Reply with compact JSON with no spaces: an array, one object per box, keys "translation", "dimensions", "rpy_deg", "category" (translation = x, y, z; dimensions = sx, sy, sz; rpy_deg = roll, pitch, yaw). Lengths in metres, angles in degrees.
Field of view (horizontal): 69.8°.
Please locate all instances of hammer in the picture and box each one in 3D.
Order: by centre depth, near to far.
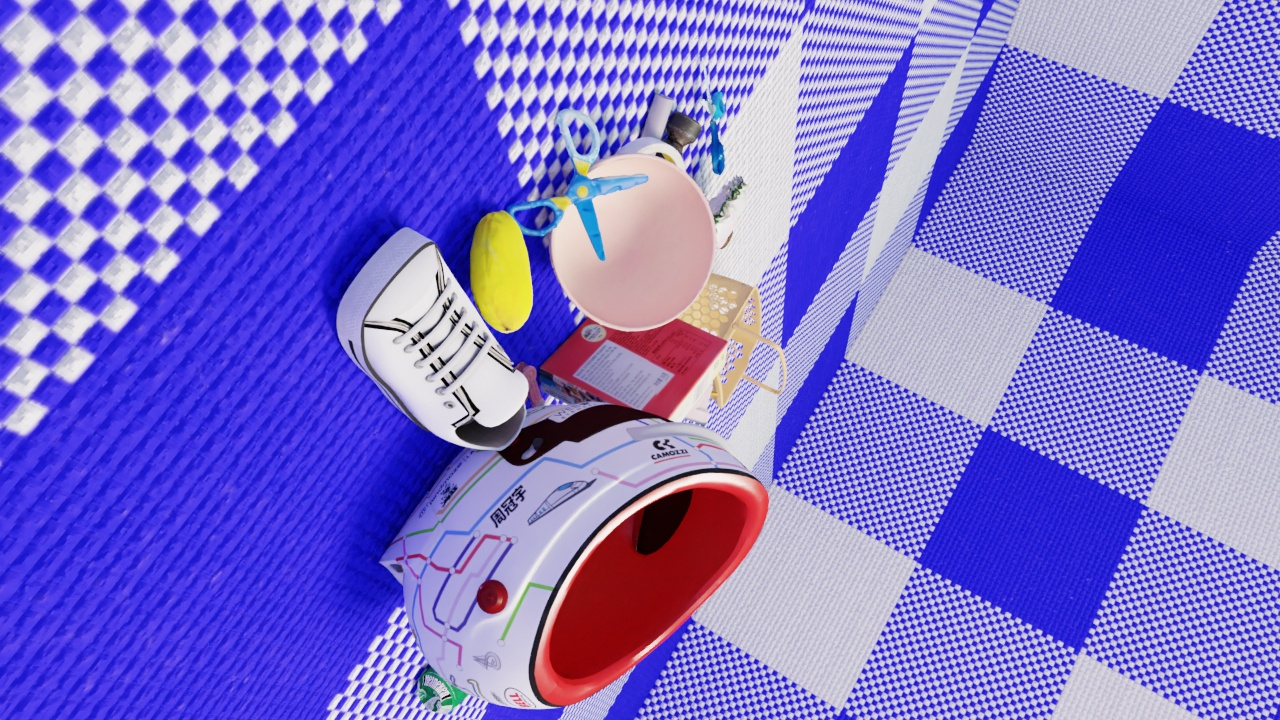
[{"translation":[0.059,-0.173,1.057],"dimensions":[0.120,0.033,0.330],"rpy_deg":[-59,163,3],"category":"hammer"}]

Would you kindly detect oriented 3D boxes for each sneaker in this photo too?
[{"translation":[-0.134,0.005,0.667],"dimensions":[0.091,0.097,0.246],"rpy_deg":[-55,161,-23],"category":"sneaker"}]

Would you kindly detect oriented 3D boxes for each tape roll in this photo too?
[{"translation":[0.002,-0.163,0.869],"dimensions":[0.093,0.019,0.094],"rpy_deg":[-26,136,-29],"category":"tape roll"}]

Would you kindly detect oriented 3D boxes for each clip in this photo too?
[{"translation":[-0.113,0.025,0.890],"dimensions":[0.023,0.045,0.060],"rpy_deg":[-52,127,-36],"category":"clip"}]

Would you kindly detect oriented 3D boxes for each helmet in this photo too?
[{"translation":[-0.070,0.153,0.826],"dimensions":[0.314,0.236,0.231],"rpy_deg":[-40,135,-14],"category":"helmet"}]

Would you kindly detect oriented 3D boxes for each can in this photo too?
[{"translation":[-0.209,0.359,1.054],"dimensions":[0.100,0.053,0.053],"rpy_deg":[-33,146,-57],"category":"can"}]

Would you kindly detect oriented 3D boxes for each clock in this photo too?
[{"translation":[0.031,0.036,1.150],"dimensions":[0.158,0.117,0.058],"rpy_deg":[27,80,-72],"category":"clock"}]

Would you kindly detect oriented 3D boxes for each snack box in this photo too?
[{"translation":[-0.006,0.006,0.946],"dimensions":[0.142,0.145,0.040],"rpy_deg":[-49,156,-36],"category":"snack box"}]

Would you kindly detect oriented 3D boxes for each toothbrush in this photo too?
[{"translation":[-0.007,-0.165,0.894],"dimensions":[0.018,0.019,0.188],"rpy_deg":[-39,152,-64],"category":"toothbrush"}]

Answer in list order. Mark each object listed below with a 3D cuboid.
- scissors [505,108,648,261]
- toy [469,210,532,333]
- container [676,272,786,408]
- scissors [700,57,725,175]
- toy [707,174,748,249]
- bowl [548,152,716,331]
[{"translation":[-0.051,-0.140,0.740],"dimensions":[0.125,0.014,0.130],"rpy_deg":[-14,111,-22],"category":"scissors"},{"translation":[-0.105,-0.067,0.698],"dimensions":[0.095,0.041,0.094],"rpy_deg":[59,26,-81],"category":"toy"},{"translation":[0.122,-0.021,1.224],"dimensions":[0.129,0.167,0.183],"rpy_deg":[-58,161,-14],"category":"container"},{"translation":[0.076,-0.246,0.946],"dimensions":[0.129,0.014,0.119],"rpy_deg":[-16,104,-77],"category":"scissors"},{"translation":[0.091,-0.161,1.048],"dimensions":[0.095,0.041,0.109],"rpy_deg":[-56,170,2],"category":"toy"},{"translation":[-0.016,-0.106,0.809],"dimensions":[0.153,0.153,0.076],"rpy_deg":[-62,-156,2],"category":"bowl"}]
